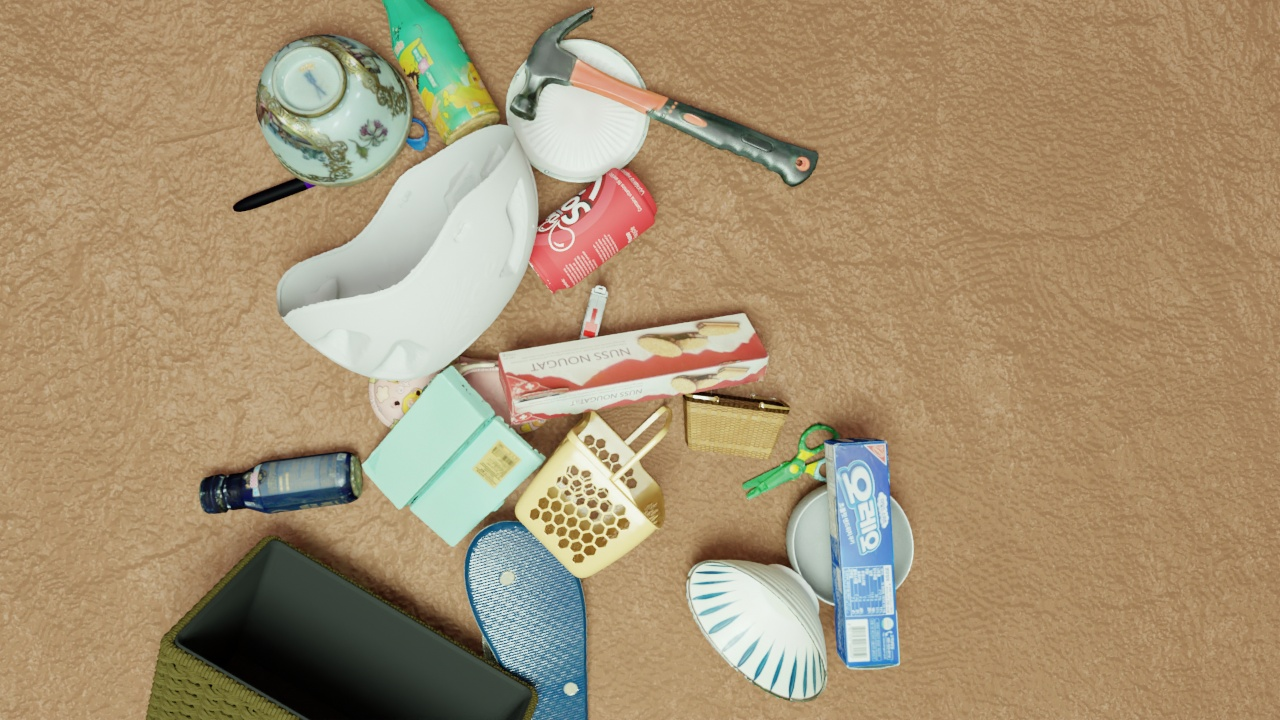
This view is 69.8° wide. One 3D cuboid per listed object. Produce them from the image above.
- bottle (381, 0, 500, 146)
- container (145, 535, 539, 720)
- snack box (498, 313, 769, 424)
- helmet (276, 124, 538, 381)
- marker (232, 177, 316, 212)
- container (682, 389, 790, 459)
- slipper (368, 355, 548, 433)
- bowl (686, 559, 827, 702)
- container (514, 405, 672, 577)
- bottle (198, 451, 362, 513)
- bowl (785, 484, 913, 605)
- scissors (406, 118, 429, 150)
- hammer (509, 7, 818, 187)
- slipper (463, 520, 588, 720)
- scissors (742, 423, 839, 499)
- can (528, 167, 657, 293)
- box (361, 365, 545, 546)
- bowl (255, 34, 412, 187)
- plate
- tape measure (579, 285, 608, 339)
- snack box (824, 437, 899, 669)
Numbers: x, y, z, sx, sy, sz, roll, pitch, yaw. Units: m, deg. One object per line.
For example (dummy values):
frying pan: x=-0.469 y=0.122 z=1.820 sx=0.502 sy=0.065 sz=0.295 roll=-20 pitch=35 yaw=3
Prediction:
bottle: x=-0.227 y=-0.333 z=0.970 sx=0.068 sy=0.068 sz=0.209 roll=-29 pitch=91 yaw=-3
container: x=-0.302 y=0.364 z=0.893 sx=0.321 sy=0.176 sz=0.205 roll=32 pitch=114 yaw=-2
snack box: x=-0.006 y=0.006 z=0.947 sx=0.272 sy=0.044 sz=0.076 roll=-9 pitch=45 yaw=-15
helmet: x=-0.211 y=-0.113 z=0.900 sx=0.183 sy=0.224 sz=0.282 roll=32 pitch=85 yaw=-38
marker: x=-0.375 y=-0.188 z=0.987 sx=0.134 sy=0.015 sz=0.018 roll=-21 pitch=110 yaw=-3
container: x=0.098 y=0.067 z=0.991 sx=0.114 sy=0.063 sz=0.061 roll=8 pitch=96 yaw=-3
slipper: x=-0.189 y=0.040 z=0.965 sx=0.197 sy=0.081 sz=0.093 roll=5 pitch=90 yaw=-5
bowl: x=0.137 y=0.263 z=0.960 sx=0.070 sy=0.178 sz=0.177 roll=-36 pitch=92 yaw=-34
container: x=-0.026 y=0.113 z=0.922 sx=0.167 sy=0.183 sz=0.129 roll=-44 pitch=92 yaw=4
bottle: x=-0.377 y=0.132 z=0.965 sx=0.161 sy=0.056 sz=0.056 roll=-8 pitch=90 yaw=-3
bowl: x=0.221 y=0.195 z=0.992 sx=0.132 sy=0.064 sz=0.132 roll=0 pitch=90 yaw=-3
scissors: x=-0.281 y=-0.269 z=0.997 sx=0.104 sy=0.015 sz=0.133 roll=-16 pitch=86 yaw=0
hammer: x=0.038 y=-0.266 z=0.992 sx=0.333 sy=0.033 sz=0.133 roll=21 pitch=87 yaw=-8
slipper: x=-0.113 y=0.301 z=0.980 sx=0.118 sy=0.060 sz=0.295 roll=-10 pitch=103 yaw=-8
scissors: x=0.173 y=0.125 z=1.018 sx=0.130 sy=0.014 sz=0.070 roll=-33 pitch=91 yaw=-4
can: x=-0.055 y=-0.138 z=0.974 sx=0.142 sy=0.074 sz=0.074 roll=-38 pitch=92 yaw=-3
box: x=-0.196 y=0.106 z=0.941 sx=0.136 sy=0.033 sz=0.187 roll=46 pitch=125 yaw=2
bowl: x=-0.325 y=-0.269 z=0.941 sx=0.160 sy=0.094 sz=0.159 roll=0 pitch=83 yaw=0
plate: x=-0.068 y=-0.272 z=1.005 sx=0.157 sy=0.014 sz=0.157 roll=0 pitch=90 yaw=-3
tape measure: x=-0.051 y=-0.048 z=0.982 sx=0.020 sy=0.060 sz=0.062 roll=14 pitch=92 yaw=-3
snack box: x=0.224 y=0.192 z=0.931 sx=0.059 sy=0.059 sz=0.226 roll=-4 pitch=90 yaw=1
